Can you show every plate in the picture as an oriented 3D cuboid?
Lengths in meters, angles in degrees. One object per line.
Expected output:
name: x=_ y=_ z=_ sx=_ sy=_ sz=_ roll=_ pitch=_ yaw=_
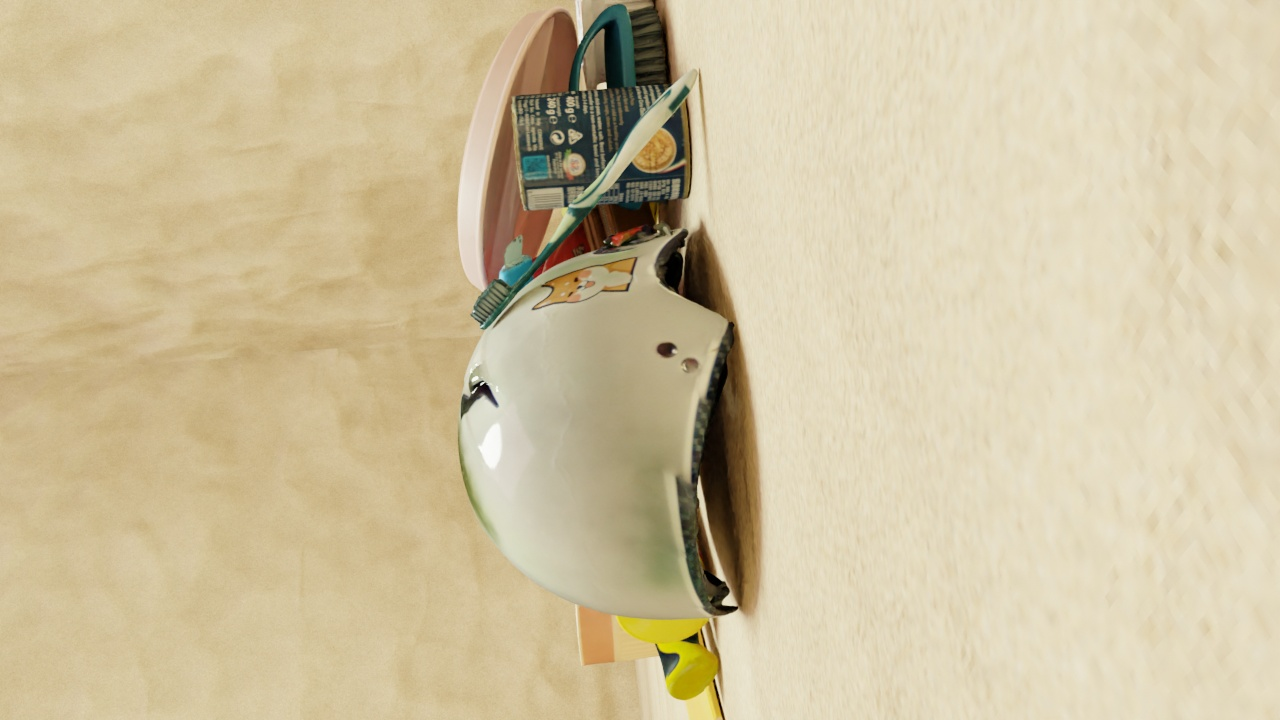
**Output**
plate: x=-0.094 y=-0.159 z=0.717 sx=0.229 sy=0.028 sz=0.229 roll=18 pitch=-93 yaw=-86

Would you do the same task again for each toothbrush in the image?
toothbrush: x=-0.033 y=-0.093 z=0.523 sx=0.018 sy=0.192 sz=0.016 roll=39 pitch=-174 yaw=-21

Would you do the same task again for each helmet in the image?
helmet: x=-0.032 y=0.038 z=0.574 sx=0.273 sy=0.157 sz=0.230 roll=-102 pitch=8 yaw=-62

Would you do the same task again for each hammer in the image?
hammer: x=0.004 y=0.175 z=0.803 sx=0.032 sy=0.126 sz=0.323 roll=38 pitch=-170 yaw=-23

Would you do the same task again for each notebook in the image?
notebook: x=0.050 y=0.292 z=0.776 sx=0.206 sy=0.010 sz=0.146 roll=-106 pitch=12 yaw=-71

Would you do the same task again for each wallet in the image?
wallet: x=-0.023 y=-0.130 z=0.731 sx=0.107 sy=0.031 sz=0.132 roll=-12 pitch=-96 yaw=-66

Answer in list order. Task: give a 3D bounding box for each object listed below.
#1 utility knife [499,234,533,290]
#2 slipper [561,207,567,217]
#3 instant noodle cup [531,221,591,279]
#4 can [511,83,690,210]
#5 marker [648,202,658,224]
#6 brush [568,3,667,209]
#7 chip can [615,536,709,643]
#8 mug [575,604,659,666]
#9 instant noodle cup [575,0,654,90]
utility knife: x=-0.088 y=-0.010 z=0.655 sx=0.018 sy=0.034 sz=0.160 roll=18 pitch=116 yaw=37
slipper: x=-0.043 y=-0.209 z=1.121 sx=0.081 sy=0.091 sz=0.191 roll=45 pitch=161 yaw=3
instant noodle cup: x=-0.051 y=-0.023 z=0.763 sx=0.193 sy=0.066 sz=0.193 roll=7 pitch=-98 yaw=-60
can: x=-0.027 y=-0.140 z=0.602 sx=0.075 sy=0.111 sz=0.075 roll=172 pitch=93 yaw=-87
marker: x=0.010 y=-0.152 z=0.772 sx=0.124 sy=0.015 sz=0.018 roll=97 pitch=164 yaw=-58
brush: x=-0.015 y=-0.181 z=0.661 sx=0.055 sy=0.073 sz=0.144 roll=-146 pitch=50 yaw=-71
chip can: x=0.009 y=0.127 z=0.740 sx=0.213 sy=0.072 sz=0.072 roll=-100 pitch=6 yaw=-62
mug: x=-0.010 y=0.244 z=0.898 sx=0.115 sy=0.106 sz=0.081 roll=89 pitch=175 yaw=-47
instant noodle cup: x=-0.024 y=-0.312 z=0.719 sx=0.137 sy=0.060 sz=0.174 roll=-100 pitch=7 yaw=-53
